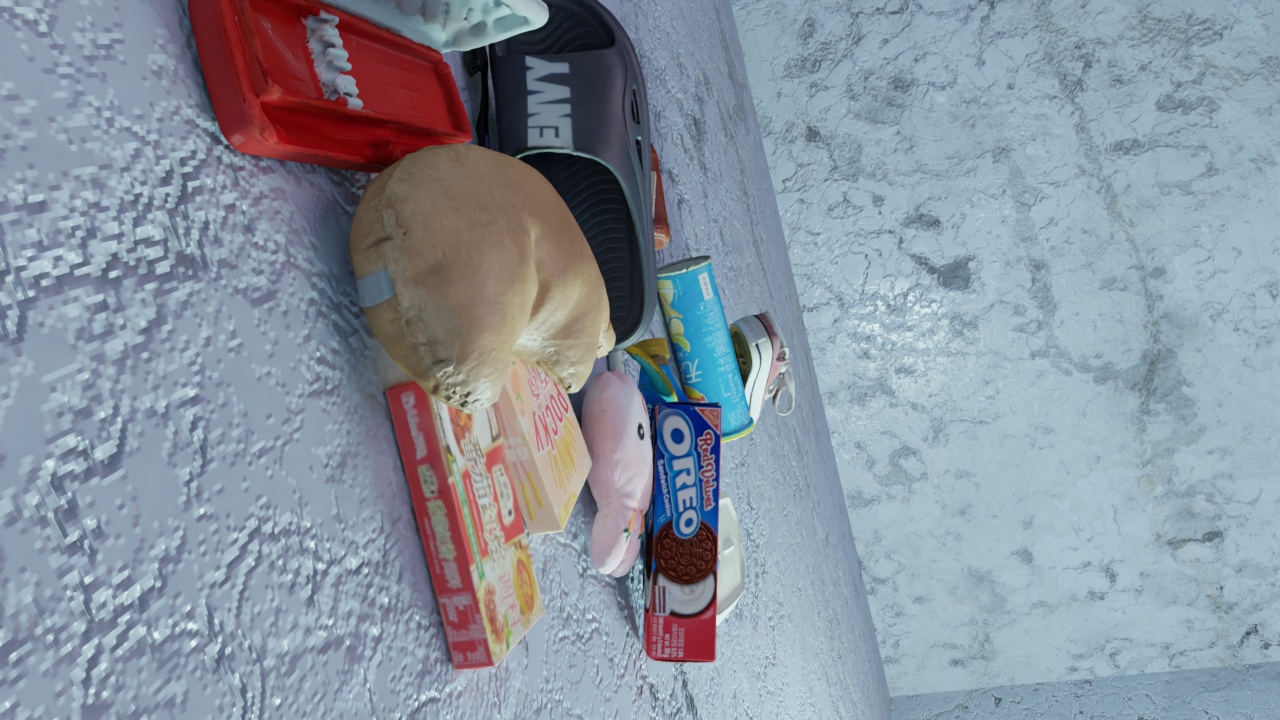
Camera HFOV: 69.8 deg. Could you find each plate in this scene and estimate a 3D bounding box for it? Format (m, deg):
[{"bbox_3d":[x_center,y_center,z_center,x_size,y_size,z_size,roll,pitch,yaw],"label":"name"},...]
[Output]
[{"bbox_3d":[0.073,0.206,0.975,0.265,0.034,0.162,18,62,-72],"label":"plate"}]

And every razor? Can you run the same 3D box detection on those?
[{"bbox_3d":[-0.005,0.004,0.767,0.132,0.028,0.043,39,6,-39],"label":"razor"}]

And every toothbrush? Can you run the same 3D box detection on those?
[{"bbox_3d":[-0.108,-0.138,0.631,0.014,0.017,0.189,11,71,-65],"label":"toothbrush"},{"bbox_3d":[-0.020,-0.010,0.830,0.020,0.029,0.189,6,68,-29],"label":"toothbrush"}]

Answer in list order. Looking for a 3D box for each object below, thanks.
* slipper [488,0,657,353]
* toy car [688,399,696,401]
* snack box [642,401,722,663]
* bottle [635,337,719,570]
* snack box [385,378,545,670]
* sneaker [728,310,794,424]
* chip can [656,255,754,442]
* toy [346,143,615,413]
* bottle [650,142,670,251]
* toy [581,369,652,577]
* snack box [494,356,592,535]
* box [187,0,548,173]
[{"bbox_3d":[-0.044,-0.130,0.647,0.083,0.111,0.268,-74,155,-77],"label":"slipper"},{"bbox_3d":[0.059,0.080,1.020,0.090,0.035,0.042,-82,157,-55],"label":"toy car"},{"bbox_3d":[0.034,0.137,0.754,0.058,0.057,0.207,124,-31,-81],"label":"snack box"},{"bbox_3d":[0.025,0.087,0.832,0.065,0.065,0.218,30,51,-70],"label":"bottle"},{"bbox_3d":[-0.092,0.080,0.497,0.075,0.025,0.153,-27,105,-74],"label":"snack box"},{"bbox_3d":[0.148,0.015,1.152,0.241,0.087,0.118,95,-29,-59],"label":"sneaker"},{"bbox_3d":[0.074,-0.012,1.069,0.071,0.071,0.210,-55,131,-69],"label":"chip can"},{"bbox_3d":[-0.066,-0.049,0.512,0.225,0.083,0.143,-8,88,-64],"label":"toy"},{"bbox_3d":[-0.011,-0.212,0.935,0.059,0.060,0.206,28,52,-70],"label":"bottle"},{"bbox_3d":[-0.017,0.086,0.713,0.121,0.054,0.159,55,33,-73],"label":"toy"},{"bbox_3d":[-0.075,0.026,0.596,0.084,0.026,0.157,-68,143,-62],"label":"snack box"},{"bbox_3d":[-0.113,-0.147,0.451,0.200,0.100,0.095,-28,106,-73],"label":"box"}]
